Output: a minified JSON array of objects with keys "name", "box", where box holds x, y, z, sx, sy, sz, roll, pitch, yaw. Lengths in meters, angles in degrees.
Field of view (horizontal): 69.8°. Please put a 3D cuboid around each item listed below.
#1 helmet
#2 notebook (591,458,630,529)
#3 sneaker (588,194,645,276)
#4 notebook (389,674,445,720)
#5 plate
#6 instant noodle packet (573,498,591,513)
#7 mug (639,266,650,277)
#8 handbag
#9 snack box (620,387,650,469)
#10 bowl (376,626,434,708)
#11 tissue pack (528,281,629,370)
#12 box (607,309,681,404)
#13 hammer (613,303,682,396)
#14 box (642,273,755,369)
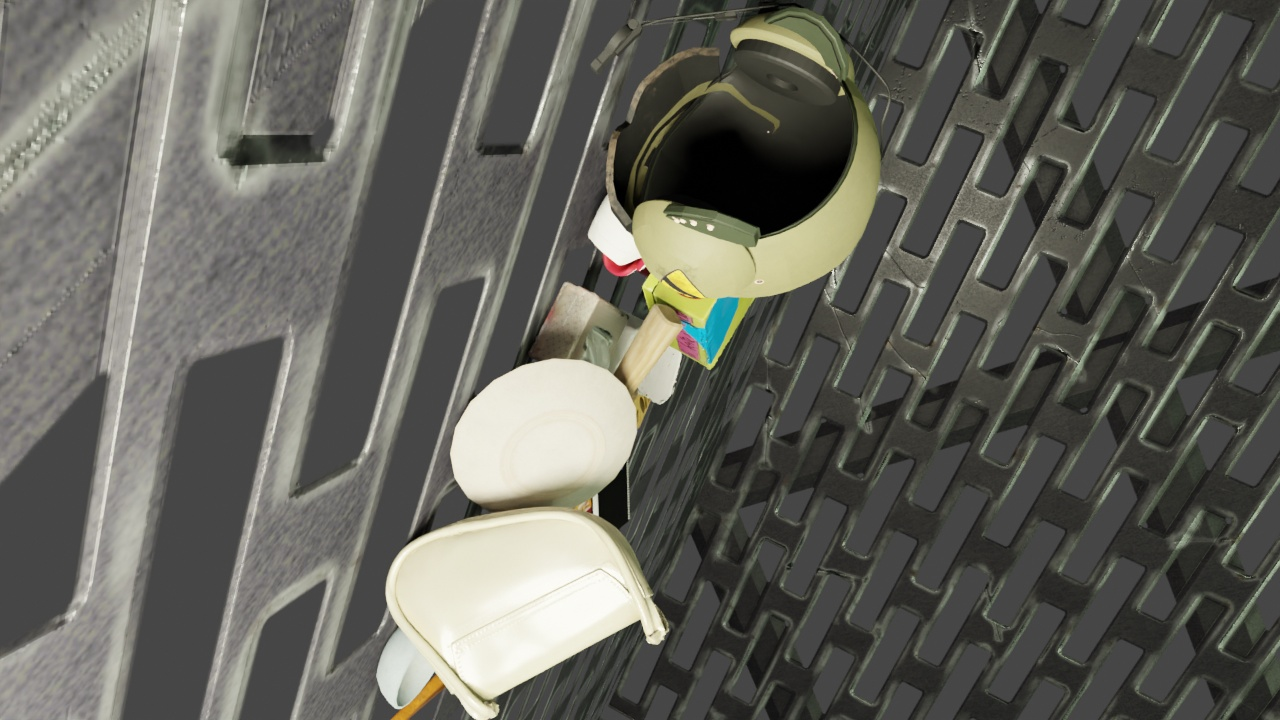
[{"name":"helmet","box":[0.075,-0.168,0.788,0.250,0.256,0.233,-62,164,-6]},{"name":"notebook","box":[-0.044,0.145,1.325,0.148,0.016,0.206,-12,101,-75]},{"name":"sneaker","box":[0.001,-0.143,1.013,0.104,0.090,0.236,-51,176,14]},{"name":"notebook","box":[-0.182,0.331,1.109,0.250,0.014,0.178,-46,172,14]},{"name":"plate","box":[-0.089,0.086,0.897,0.027,0.188,0.189,55,-48,53]},{"name":"instant noodle packet","box":[-0.113,0.240,1.290,0.135,0.040,0.099,-41,145,-23]},{"name":"mug","box":[0.058,-0.146,1.214,0.105,0.082,0.073,-64,168,-4]},{"name":"handbag","box":[-0.106,0.228,0.892,0.229,0.184,0.132,-27,166,6]},{"name":"snack box","box":[-0.027,0.068,1.234,0.206,0.057,0.056,-65,156,-60]},{"name":"bowl","box":[-0.241,0.307,0.964,0.106,0.039,0.106,-59,167,-24]},{"name":"tissue pack","box":[-0.058,-0.021,1.032,0.104,0.071,0.181,-65,171,-1]},{"name":"box","box":[-0.001,0.008,1.170,0.110,0.130,0.102,-65,167,12]},{"name":"hammer","box":[-0.052,0.075,0.978,0.051,0.117,0.324,12,124,-37]},{"name":"box","box":[0.071,-0.080,1.032,0.124,0.082,0.221,-59,166,-7]}]
